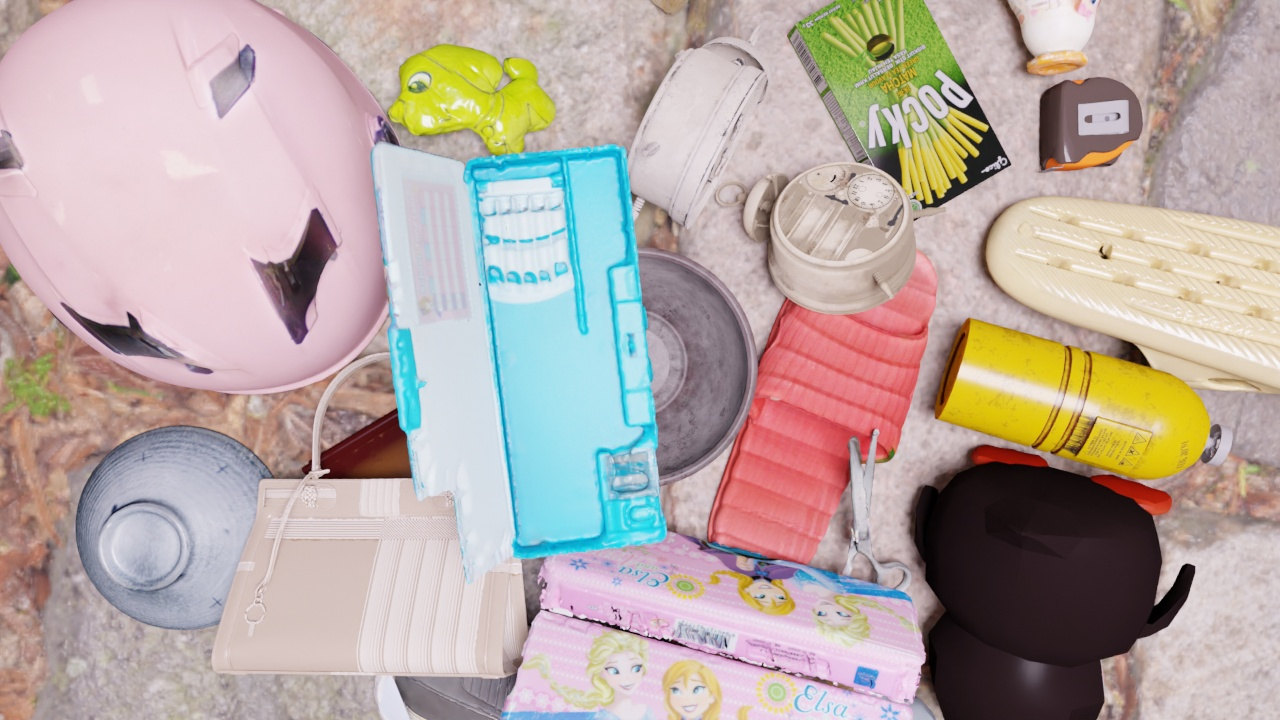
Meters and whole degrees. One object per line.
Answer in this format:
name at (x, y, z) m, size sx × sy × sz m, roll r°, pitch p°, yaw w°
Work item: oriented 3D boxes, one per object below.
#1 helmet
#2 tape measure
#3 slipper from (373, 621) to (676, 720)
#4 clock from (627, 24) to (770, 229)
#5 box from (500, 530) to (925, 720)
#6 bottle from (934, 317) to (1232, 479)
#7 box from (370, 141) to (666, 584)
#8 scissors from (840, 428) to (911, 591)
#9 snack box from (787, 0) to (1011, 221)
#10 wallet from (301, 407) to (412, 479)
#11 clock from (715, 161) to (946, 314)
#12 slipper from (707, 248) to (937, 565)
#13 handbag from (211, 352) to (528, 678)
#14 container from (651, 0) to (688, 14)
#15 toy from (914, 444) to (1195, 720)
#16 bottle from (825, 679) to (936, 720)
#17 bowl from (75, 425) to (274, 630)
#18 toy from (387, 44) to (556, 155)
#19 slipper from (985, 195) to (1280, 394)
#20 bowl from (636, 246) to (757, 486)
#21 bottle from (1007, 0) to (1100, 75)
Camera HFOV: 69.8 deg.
helmet at (-0.255, -0.096, 0.531) m, size 0.230 × 0.152 × 0.255 m, roll -20°, pitch 99°, yaw -5°
tape measure at (0.296, -0.154, 0.601) m, size 0.059 × 0.038 × 0.058 m, roll -1°, pitch 93°, yaw -3°
slipper at (-0.041, 0.223, 0.596) m, size 0.264 × 0.063 × 0.111 m, roll 10°, pitch 88°, yaw 9°
clock at (0.038, -0.156, 0.569) m, size 0.061 × 0.104 × 0.156 m, roll 28°, pitch 66°, yaw 3°
box at (0.046, 0.168, 0.535) m, size 0.230 × 0.160 × 0.063 m, roll 13°, pitch 131°, yaw 5°
bottle at (0.277, 0.030, 0.574) m, size 0.164 × 0.071 × 0.071 m, roll 17°, pitch 92°, yaw 11°
box at (-0.069, 0.000, 0.504) m, size 0.170 × 0.085 × 0.227 m, roll -9°, pitch 94°, yaw -36°
scissors at (0.133, 0.121, 0.593) m, size 0.117 × 0.014 × 0.161 m, roll -36°, pitch 122°, yaw -1°
snack box at (0.169, -0.171, 0.601) m, size 0.080 × 0.025 × 0.147 m, roll -30°, pitch 94°, yaw -1°
wallet at (-0.154, 0.095, 0.607) m, size 0.091 × 0.018 × 0.115 m, roll -31°, pitch 90°, yaw 0°
clock at (0.109, -0.088, 0.576) m, size 0.141 × 0.055 × 0.092 m, roll 26°, pitch 69°, yaw 25°
slipper at (0.118, 0.034, 0.593) m, size 0.103 × 0.059 × 0.249 m, roll 25°, pitch 93°, yaw -4°
handbag at (-0.160, 0.092, 0.574) m, size 0.176 × 0.062 × 0.197 m, roll -2°, pitch 77°, yaw 7°
container at (-0.029, -0.332, 0.525) m, size 0.186 × 0.158 × 0.250 m, roll -32°, pitch 94°, yaw -12°
toy at (0.235, 0.163, 0.566) m, size 0.159 × 0.139 × 0.184 m, roll 15°, pitch 106°, yaw 33°
bottle at (0.170, 0.265, 0.612) m, size 0.072 × 0.046 × 0.161 m, roll -28°, pitch 94°, yaw -1°
bowl at (-0.301, 0.112, 0.579) m, size 0.137 × 0.057 × 0.137 m, roll 0°, pitch 92°, yaw -3°
toy at (-0.107, -0.166, 0.582) m, size 0.093 × 0.036 × 0.094 m, roll 42°, pitch 68°, yaw 0°
slipper at (0.352, -0.037, 0.593) m, size 0.261 × 0.079 × 0.111 m, roll 18°, pitch 70°, yaw 12°
bowl at (-0.003, 0.003, 0.581) m, size 0.145 × 0.067 × 0.145 m, roll 0°, pitch 93°, yaw -3°
bottle at (0.265, -0.240, 0.583) m, size 0.063 × 0.063 × 0.109 m, roll -1°, pitch 91°, yaw -3°
